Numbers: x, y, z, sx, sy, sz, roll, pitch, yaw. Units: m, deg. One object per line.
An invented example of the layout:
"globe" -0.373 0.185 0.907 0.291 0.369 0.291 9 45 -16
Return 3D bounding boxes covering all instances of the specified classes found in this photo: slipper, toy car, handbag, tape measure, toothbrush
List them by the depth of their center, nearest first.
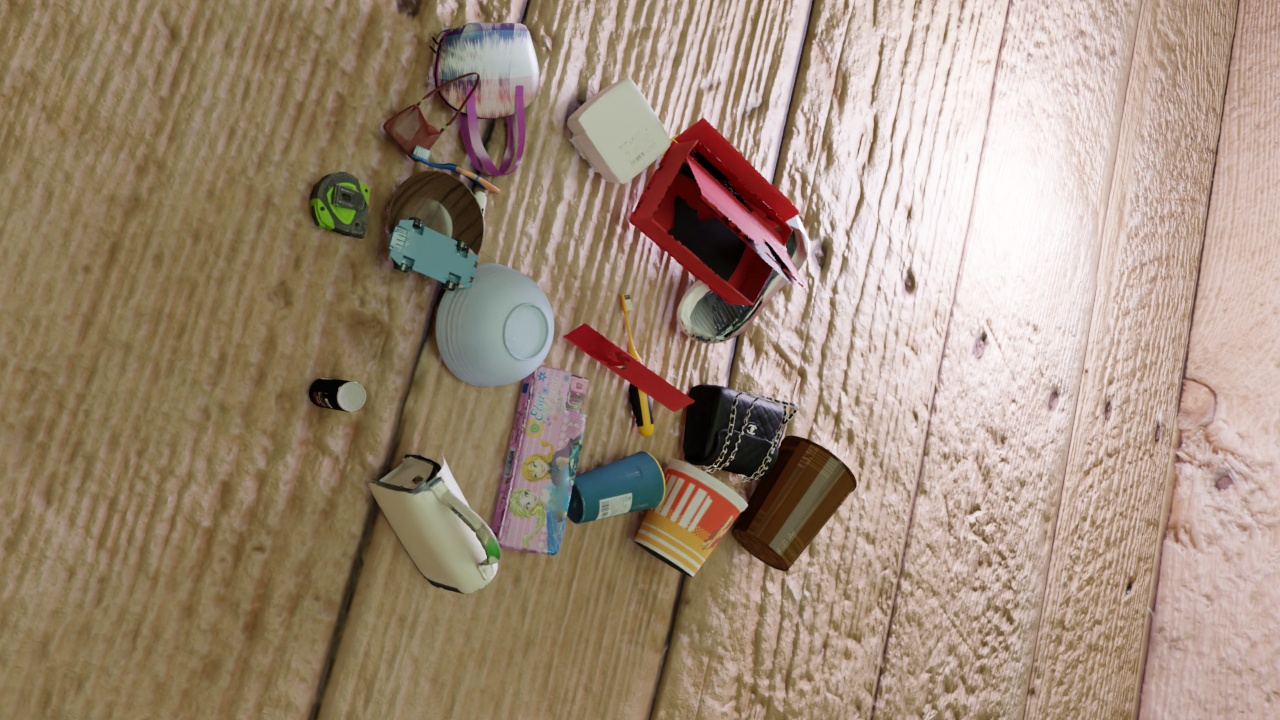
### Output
"tape measure" -0.317 -0.167 0.973 0.058 0.036 0.065 6 88 -39
"handbag" -0.198 0.178 0.993 0.073 0.176 0.151 -39 114 -34
"toy car" -0.231 -0.115 1.008 0.107 0.028 0.060 23 77 -43
"handbag" -0.225 -0.279 1.021 0.119 0.029 0.055 -43 125 -2
"toothbrush" -0.209 -0.218 1.057 0.135 0.021 0.017 15 105 -52
"handbag" -0.177 -0.303 1.075 0.144 0.068 0.170 -16 108 -38
"toothbrush" -0.007 0.007 1.243 0.030 0.031 0.197 -11 95 -14
"handbag" 0.147 0.109 1.318 0.153 0.115 0.125 19 82 -42
"slipper" 0.144 -0.118 1.334 0.263 0.063 0.111 -43 119 -20

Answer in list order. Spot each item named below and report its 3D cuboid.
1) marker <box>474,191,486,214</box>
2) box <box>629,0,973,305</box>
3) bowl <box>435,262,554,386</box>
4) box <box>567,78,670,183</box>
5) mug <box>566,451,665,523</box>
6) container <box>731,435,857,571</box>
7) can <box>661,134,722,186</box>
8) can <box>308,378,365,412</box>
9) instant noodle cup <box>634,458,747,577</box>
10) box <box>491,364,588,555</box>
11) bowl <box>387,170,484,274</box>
"marker" -0.199 -0.135 1.085 0.020 0.017 0.133 18 79 -60
"box" 0.194 -0.274 1.186 0.426 0.127 0.212 -44 122 15
"bowl" -0.156 -0.037 1.072 0.150 0.075 0.150 -11 106 -44
"box" -0.039 -0.295 1.200 0.102 0.102 0.108 -42 112 -11
"mug" -0.038 0.169 1.194 0.121 0.078 0.078 -12 99 -35
"container" 0.226 0.220 1.385 0.167 0.132 0.132 -51 121 -20
"can" 0.087 -0.276 1.284 0.104 0.068 0.067 -2 93 -40
"can" -0.316 0.035 0.952 0.031 0.081 0.031 -2 93 -40
"instant noodle cup" 0.062 0.219 1.254 0.123 0.123 0.121 41 74 -33
"box" -0.117 0.123 1.131 0.084 0.063 0.230 17 81 -39
"bowl" -0.237 -0.153 1.042 0.119 0.032 0.119 -2 93 -40
